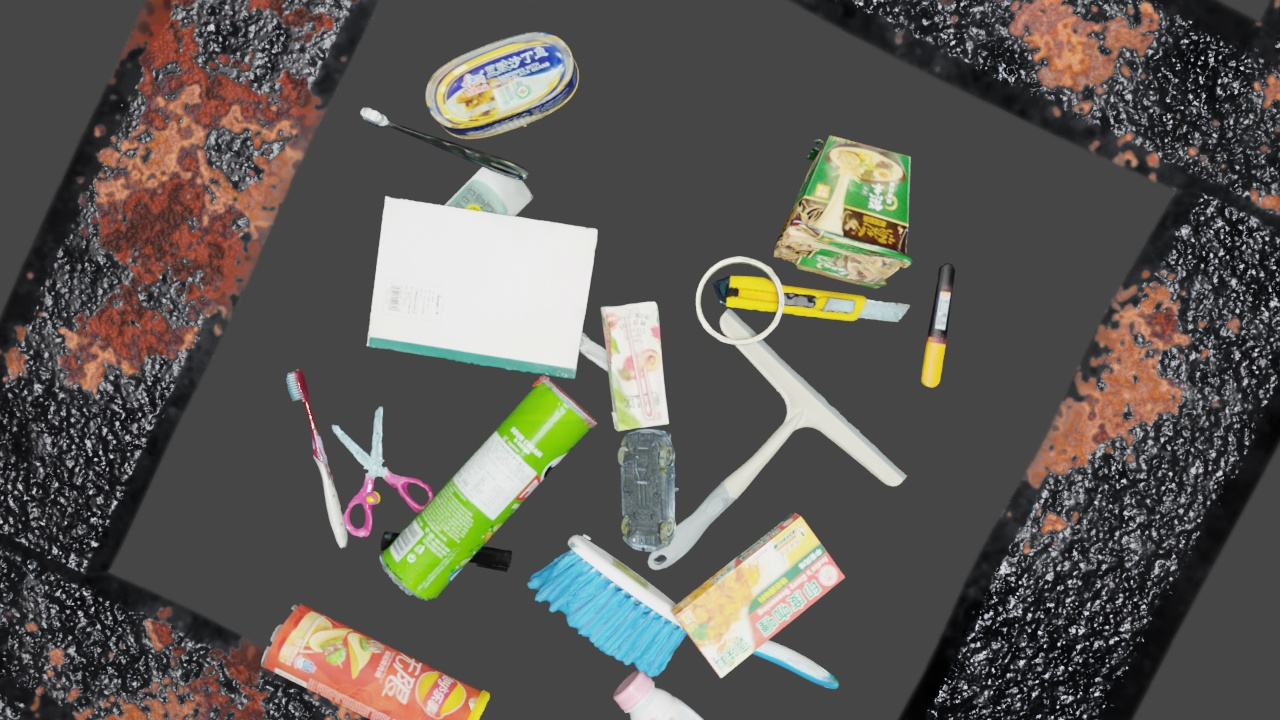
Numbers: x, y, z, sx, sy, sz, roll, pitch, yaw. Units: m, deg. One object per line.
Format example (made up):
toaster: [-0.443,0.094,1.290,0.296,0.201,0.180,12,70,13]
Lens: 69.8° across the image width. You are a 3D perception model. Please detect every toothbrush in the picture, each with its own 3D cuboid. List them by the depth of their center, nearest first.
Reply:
toothbrush: [-0.192,-0.212,0.897,0.181,0.018,0.015,22,85,6]
toothbrush: [-0.327,0.100,0.928,0.017,0.016,0.187,-14,93,10]

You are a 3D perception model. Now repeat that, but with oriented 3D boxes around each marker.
marker: [0.295,-0.035,0.908,0.018,0.015,0.124,9,91,-1]
marker: [-0.196,0.193,0.929,0.132,0.020,0.022,9,103,0]

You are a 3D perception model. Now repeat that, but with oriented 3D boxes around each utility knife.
utility knife: [0.168,-0.060,0.908,0.197,0.015,0.033,7,93,1]

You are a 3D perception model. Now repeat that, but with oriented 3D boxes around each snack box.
snack box: [0.198,-0.141,0.861,0.117,0.118,0.105,16,83,1]
snack box: [0.113,0.225,0.888,0.155,0.027,0.077,-37,96,-8]

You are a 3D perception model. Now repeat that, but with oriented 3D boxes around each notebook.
notebook: [-0.156,-0.070,0.899,0.209,0.012,0.150,9,97,-1]

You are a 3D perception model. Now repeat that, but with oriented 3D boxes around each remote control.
remote control: [-0.171,-0.137,0.910,0.135,0.019,0.056,-44,91,3]

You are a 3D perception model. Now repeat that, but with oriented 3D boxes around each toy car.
toy car: [0.009,0.128,0.907,0.054,0.036,0.120,-1,90,26]

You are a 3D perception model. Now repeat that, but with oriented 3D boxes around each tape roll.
tape roll: [0.097,-0.058,0.895,0.086,0.014,0.086,0,90,4]

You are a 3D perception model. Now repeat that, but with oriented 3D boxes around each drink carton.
drink carton: [-0.005,0.005,0.895,0.053,0.045,0.122,-6,93,-7]

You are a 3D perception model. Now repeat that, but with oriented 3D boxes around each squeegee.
squeegee: [0.093,0.120,0.908,0.246,0.039,0.246,44,93,-1]

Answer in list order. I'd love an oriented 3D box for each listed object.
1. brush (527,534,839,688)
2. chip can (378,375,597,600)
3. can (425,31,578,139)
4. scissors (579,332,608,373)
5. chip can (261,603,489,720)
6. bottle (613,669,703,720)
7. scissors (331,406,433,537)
brush: [0.044,0.274,0.914,0.314,0.060,0.109,37,90,-4]
chip can: [-0.147,0.123,0.886,0.072,0.072,0.236,42,87,-1]
can: [-0.133,-0.265,0.887,0.148,0.049,0.074,-19,92,3]
scissors: [-0.058,-0.027,0.917,0.173,0.014,0.141,-1,94,1]
chip can: [-0.262,0.319,0.911,0.216,0.073,0.073,25,93,0]
bottle: [0.053,0.393,0.912,0.068,0.068,0.197,-42,88,3]
scissors: [-0.260,0.114,0.929,0.124,0.017,0.133,5,90,3]
